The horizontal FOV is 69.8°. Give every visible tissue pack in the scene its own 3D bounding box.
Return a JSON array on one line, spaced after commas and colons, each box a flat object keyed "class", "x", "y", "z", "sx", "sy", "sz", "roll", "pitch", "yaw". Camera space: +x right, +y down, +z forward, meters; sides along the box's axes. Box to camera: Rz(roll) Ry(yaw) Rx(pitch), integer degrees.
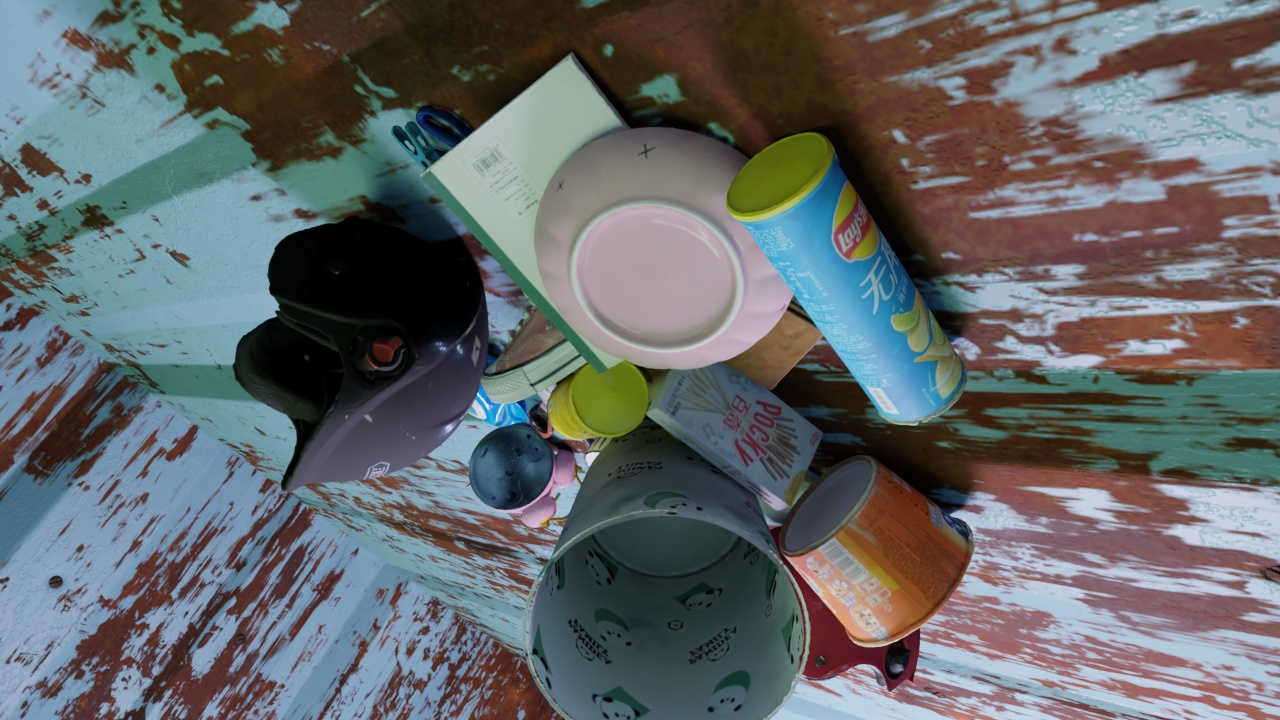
[{"class": "tissue pack", "x": -0.202, "y": 0.027, "z": 1.094, "sx": 0.157, "sy": 0.052, "sz": 0.095, "roll": 19, "pitch": 151, "yaw": 40}]

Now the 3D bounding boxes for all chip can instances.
[{"class": "chip can", "x": 0.140, "y": -0.047, "z": 0.600, "sx": 0.071, "sy": 0.071, "sz": 0.210, "roll": -1, "pitch": 141, "yaw": 47}, {"class": "chip can", "x": -0.048, "y": 0.043, "z": 0.899, "sx": 0.072, "sy": 0.072, "sz": 0.214, "roll": 34, "pitch": 168, "yaw": -7}]

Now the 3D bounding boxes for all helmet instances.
[{"class": "helmet", "x": 0.208, "y": 0.260, "z": 1.000, "sx": 0.239, "sy": 0.144, "sz": 0.207, "roll": 21, "pitch": 175, "yaw": -27}, {"class": "helmet", "x": -0.264, "y": -0.002, "z": 0.890, "sx": 0.230, "sy": 0.274, "sz": 0.234, "roll": 11, "pitch": 155, "yaw": -25}]

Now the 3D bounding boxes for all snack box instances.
[{"class": "snack box", "x": 0.087, "y": 0.057, "z": 0.824, "sx": 0.157, "sy": 0.084, "sz": 0.027, "roll": 37, "pitch": 152, "yaw": -13}]

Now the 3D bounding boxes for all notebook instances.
[{"class": "notebook", "x": -0.039, "y": -0.094, "z": 0.666, "sx": 0.151, "sy": 0.012, "sz": 0.209, "roll": -29, "pitch": 115, "yaw": 28}]

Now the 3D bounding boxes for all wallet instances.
[{"class": "wallet", "x": -0.005, "y": 0.005, "z": 0.901, "sx": 0.087, "sy": 0.024, "sz": 0.115, "roll": 20, "pitch": 155, "yaw": 27}, {"class": "wallet", "x": 0.088, "y": -0.026, "z": 0.754, "sx": 0.101, "sy": 0.020, "sz": 0.115, "roll": 29, "pitch": 152, "yaw": -1}]

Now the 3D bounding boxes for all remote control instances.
[{"class": "remote control", "x": 0.161, "y": 0.145, "z": 0.978, "sx": 0.056, "sy": 0.020, "sz": 0.136, "roll": 33, "pitch": 154, "yaw": -4}]

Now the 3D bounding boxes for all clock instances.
[{"class": "clock", "x": -0.149, "y": 0.156, "z": 1.221, "sx": 0.158, "sy": 0.117, "sz": 0.060, "roll": 23, "pitch": 164, "yaw": 20}]

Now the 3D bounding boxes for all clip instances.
[{"class": "clip", "x": -0.180, "y": -0.171, "z": 0.752, "sx": 0.037, "sy": 0.013, "sz": 0.055, "roll": 6, "pitch": 141, "yaw": 47}]

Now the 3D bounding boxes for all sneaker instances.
[{"class": "sneaker", "x": -0.065, "y": -0.040, "z": 0.788, "sx": 0.242, "sy": 0.118, "sz": 0.088, "roll": -28, "pitch": 99, "yaw": 39}]

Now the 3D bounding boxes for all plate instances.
[{"class": "plate", "x": 0.014, "y": -0.065, "z": 0.642, "sx": 0.192, "sy": 0.038, "sz": 0.193, "roll": 7, "pitch": 128, "yaw": 9}]

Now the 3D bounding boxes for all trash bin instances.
[{"class": "trash bin", "x": 0.024, "y": 0.188, "z": 0.851, "sx": 0.229, "sy": 0.230, "sz": 0.251, "roll": 34, "pitch": -165, "yaw": -8}]

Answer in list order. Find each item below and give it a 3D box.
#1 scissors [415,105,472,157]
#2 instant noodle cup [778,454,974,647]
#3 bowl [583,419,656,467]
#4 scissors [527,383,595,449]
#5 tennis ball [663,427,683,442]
[{"class": "scissors", "x": -0.111, "y": -0.154, "z": 0.738, "sx": 0.170, "sy": 0.012, "sz": 0.144, "roll": 10, "pitch": 147, "yaw": 36}, {"class": "instant noodle cup", "x": 0.207, "y": 0.165, "z": 0.836, "sx": 0.111, "sy": 0.151, "sz": 0.152, "roll": 43, "pitch": 153, "yaw": -7}, {"class": "bowl", "x": 0.003, "y": 0.108, "z": 1.026, "sx": 0.116, "sy": 0.066, "sz": 0.117, "roll": 24, "pitch": 154, "yaw": 12}, {"class": "scissors", "x": -0.102, "y": 0.061, "z": 1.110, "sx": 0.189, "sy": 0.015, "sz": 0.225, "roll": 34, "pitch": 155, "yaw": -7}, {"class": "tennis ball", "x": 0.049, "y": 0.046, "z": 0.868, "sx": 0.065, "sy": 0.065, "sz": 0.066, "roll": 24, "pitch": 154, "yaw": 13}]
